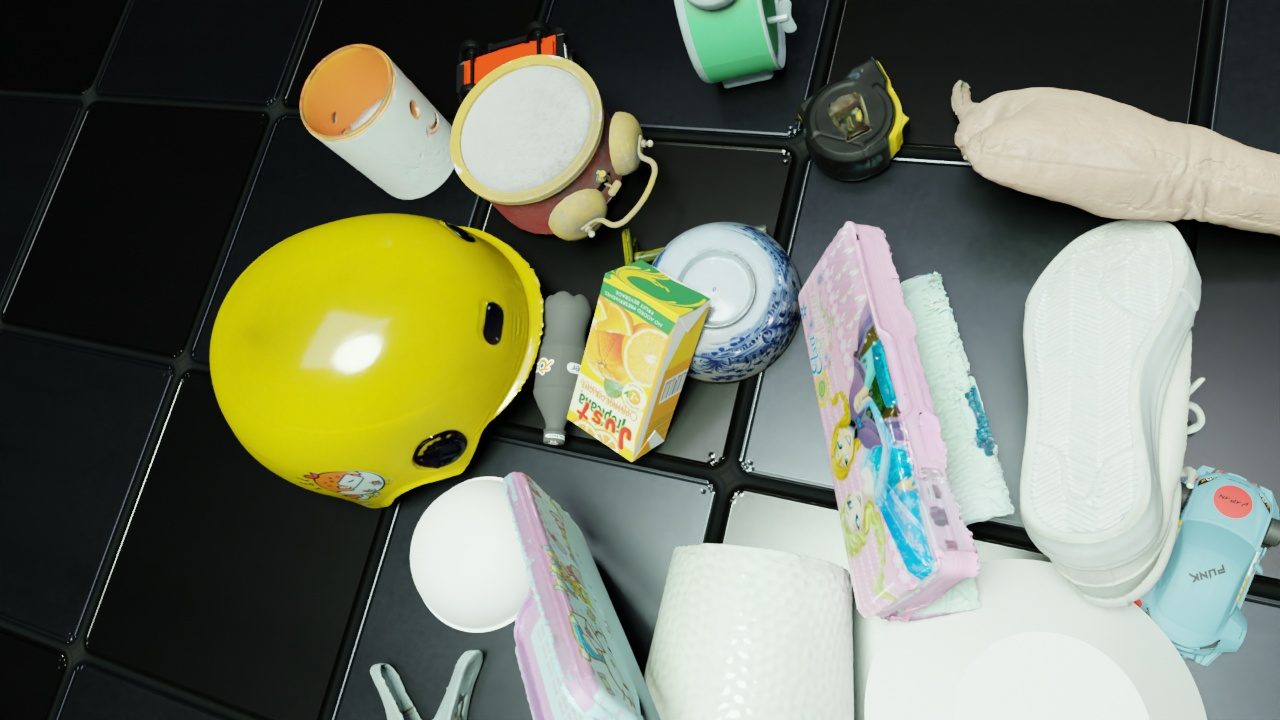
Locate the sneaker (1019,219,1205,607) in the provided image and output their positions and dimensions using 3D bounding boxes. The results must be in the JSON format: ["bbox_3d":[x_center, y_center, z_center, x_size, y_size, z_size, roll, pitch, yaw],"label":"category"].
[{"bbox_3d":[0.267,0.025,0.520,0.090,0.091,0.241,-4,47,38],"label":"sneaker"}]

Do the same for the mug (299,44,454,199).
[{"bbox_3d":[-0.206,-0.188,0.736,0.082,0.105,0.082,-6,71,17],"label":"mug"}]

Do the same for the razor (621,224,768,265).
[{"bbox_3d":[0.040,-0.082,0.664,0.106,0.026,0.042,-10,68,12],"label":"razor"}]

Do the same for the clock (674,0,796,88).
[{"bbox_3d":[0.062,-0.271,0.637,0.075,0.161,0.121,-7,70,18],"label":"clock"}]

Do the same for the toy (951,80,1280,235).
[{"bbox_3d":[0.323,-0.122,0.547,0.264,0.065,0.195,7,34,5],"label":"toy"}]

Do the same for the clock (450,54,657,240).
[{"bbox_3d":[-0.058,-0.148,0.685,0.159,0.081,0.117,29,84,23],"label":"clock"}]

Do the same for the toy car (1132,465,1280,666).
[{"bbox_3d":[0.312,0.109,0.504,0.060,0.027,0.107,24,82,24],"label":"toy car"}]

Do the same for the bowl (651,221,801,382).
[{"bbox_3d":[0.052,-0.043,0.619,0.114,0.045,0.114,-1,83,9],"label":"bowl"}]

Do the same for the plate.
[{"bbox_3d":[0.206,0.188,0.472,0.174,0.036,0.173,-3,72,8],"label":"plate"}]

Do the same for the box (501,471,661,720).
[{"bbox_3d":[-0.036,0.161,0.515,0.062,0.140,0.214,-10,24,-13],"label":"box"}]

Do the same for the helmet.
[{"bbox_3d":[-0.202,-0.015,0.646,0.240,0.139,0.209,-32,65,18],"label":"helmet"}]

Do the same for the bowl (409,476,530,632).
[{"bbox_3d":[-0.121,0.132,0.641,0.110,0.040,0.109,-6,72,18],"label":"bowl"}]

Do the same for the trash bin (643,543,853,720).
[{"bbox_3d":[0.059,0.194,0.516,0.133,0.133,0.161,2,69,20],"label":"trash bin"}]

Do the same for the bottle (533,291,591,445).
[{"bbox_3d":[-0.057,0.006,0.660,0.036,0.036,0.109,-1,73,19],"label":"bottle"}]

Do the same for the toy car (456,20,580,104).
[{"bbox_3d":[-0.100,-0.234,0.744,0.100,0.049,0.051,-9,71,17],"label":"toy car"}]

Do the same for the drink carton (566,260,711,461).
[{"bbox_3d":[-0.004,0.004,0.608,0.058,0.041,0.123,32,124,24],"label":"drink carton"}]

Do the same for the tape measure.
[{"bbox_3d":[0.149,-0.164,0.640,0.071,0.042,0.072,-27,69,6],"label":"tape measure"}]

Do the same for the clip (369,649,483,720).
[{"bbox_3d":[-0.131,0.274,0.609,0.090,0.027,0.162,-20,69,11],"label":"clip"}]

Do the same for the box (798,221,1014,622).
[{"bbox_3d":[0.161,0.032,0.540,0.090,0.085,0.230,6,55,-14],"label":"box"}]
